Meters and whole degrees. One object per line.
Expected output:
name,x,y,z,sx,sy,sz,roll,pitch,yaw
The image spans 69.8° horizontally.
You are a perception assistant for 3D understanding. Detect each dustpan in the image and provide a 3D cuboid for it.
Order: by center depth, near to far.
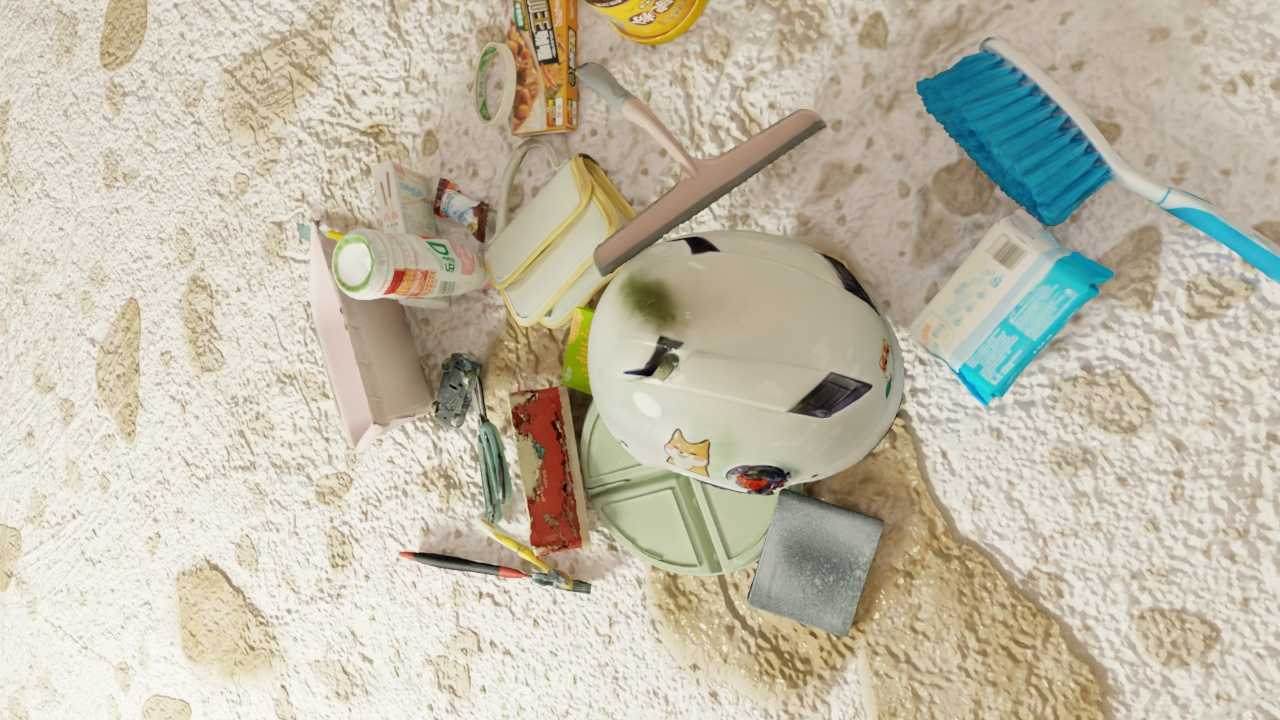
dustpan,-0.336,0.000,1.017,0.139,0.273,0.222,-19,80,4

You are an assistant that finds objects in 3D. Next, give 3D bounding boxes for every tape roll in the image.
tape roll,-0.157,-0.295,0.981,0.086,0.013,0.086,6,98,57

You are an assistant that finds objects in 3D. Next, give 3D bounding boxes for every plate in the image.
plate,0.041,0.104,0.884,0.230,0.027,0.230,5,104,21

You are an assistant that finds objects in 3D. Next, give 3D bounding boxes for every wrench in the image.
wrench,-0.166,0.234,1.023,0.274,0.056,0.016,1,74,34

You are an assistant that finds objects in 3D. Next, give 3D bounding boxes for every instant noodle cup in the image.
instant noodle cup,-0.008,-0.369,0.856,0.119,0.114,0.118,2,93,29

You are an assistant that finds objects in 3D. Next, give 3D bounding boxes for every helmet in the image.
helmet,0.078,-0.017,0.760,0.274,0.157,0.229,7,70,17

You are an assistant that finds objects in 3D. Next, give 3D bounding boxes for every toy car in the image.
toy car,-0.207,0.035,1.040,0.043,0.034,0.091,25,107,23

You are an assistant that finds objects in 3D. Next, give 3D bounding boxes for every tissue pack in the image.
tissue pack,0.291,-0.041,0.734,0.090,0.063,0.140,44,110,23

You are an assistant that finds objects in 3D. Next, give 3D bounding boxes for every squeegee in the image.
squeegee,-0.001,-0.230,0.872,0.247,0.040,0.249,-36,56,-5

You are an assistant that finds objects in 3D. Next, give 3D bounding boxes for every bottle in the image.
bottle,-0.222,-0.096,0.946,0.068,0.196,0.068,2,94,29

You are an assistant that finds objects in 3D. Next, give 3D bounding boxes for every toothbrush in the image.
toothbrush,-0.131,0.201,0.982,0.191,0.018,0.016,20,76,48

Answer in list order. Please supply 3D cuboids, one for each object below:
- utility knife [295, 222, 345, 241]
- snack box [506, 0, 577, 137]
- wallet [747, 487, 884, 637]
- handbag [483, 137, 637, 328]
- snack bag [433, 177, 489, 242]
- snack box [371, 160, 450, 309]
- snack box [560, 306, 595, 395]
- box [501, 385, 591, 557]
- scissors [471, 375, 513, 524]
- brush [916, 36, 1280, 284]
utility knife,-0.345,-0.139,1.117,0.209,0.015,0.033,18,103,25
snack box,-0.103,-0.316,0.964,0.075,0.026,0.154,2,94,29
wallet,0.157,0.184,0.835,0.097,0.019,0.121,17,105,12
handbag,-0.103,-0.143,0.958,0.164,0.063,0.178,-43,69,23
snack bag,-0.198,-0.167,1.017,0.104,0.026,0.048,37,122,44
snack box,-0.255,-0.137,1.026,0.027,0.084,0.156,-13,86,12
snack box,-0.005,0.005,0.927,0.156,0.026,0.086,19,104,27
box,-0.102,0.113,0.939,0.076,0.091,0.168,-9,88,-9
scissors,-0.162,0.113,0.986,0.170,0.019,0.182,-118,25,-44
brush,0.353,-0.135,0.696,0.109,0.060,0.314,-37,73,3
